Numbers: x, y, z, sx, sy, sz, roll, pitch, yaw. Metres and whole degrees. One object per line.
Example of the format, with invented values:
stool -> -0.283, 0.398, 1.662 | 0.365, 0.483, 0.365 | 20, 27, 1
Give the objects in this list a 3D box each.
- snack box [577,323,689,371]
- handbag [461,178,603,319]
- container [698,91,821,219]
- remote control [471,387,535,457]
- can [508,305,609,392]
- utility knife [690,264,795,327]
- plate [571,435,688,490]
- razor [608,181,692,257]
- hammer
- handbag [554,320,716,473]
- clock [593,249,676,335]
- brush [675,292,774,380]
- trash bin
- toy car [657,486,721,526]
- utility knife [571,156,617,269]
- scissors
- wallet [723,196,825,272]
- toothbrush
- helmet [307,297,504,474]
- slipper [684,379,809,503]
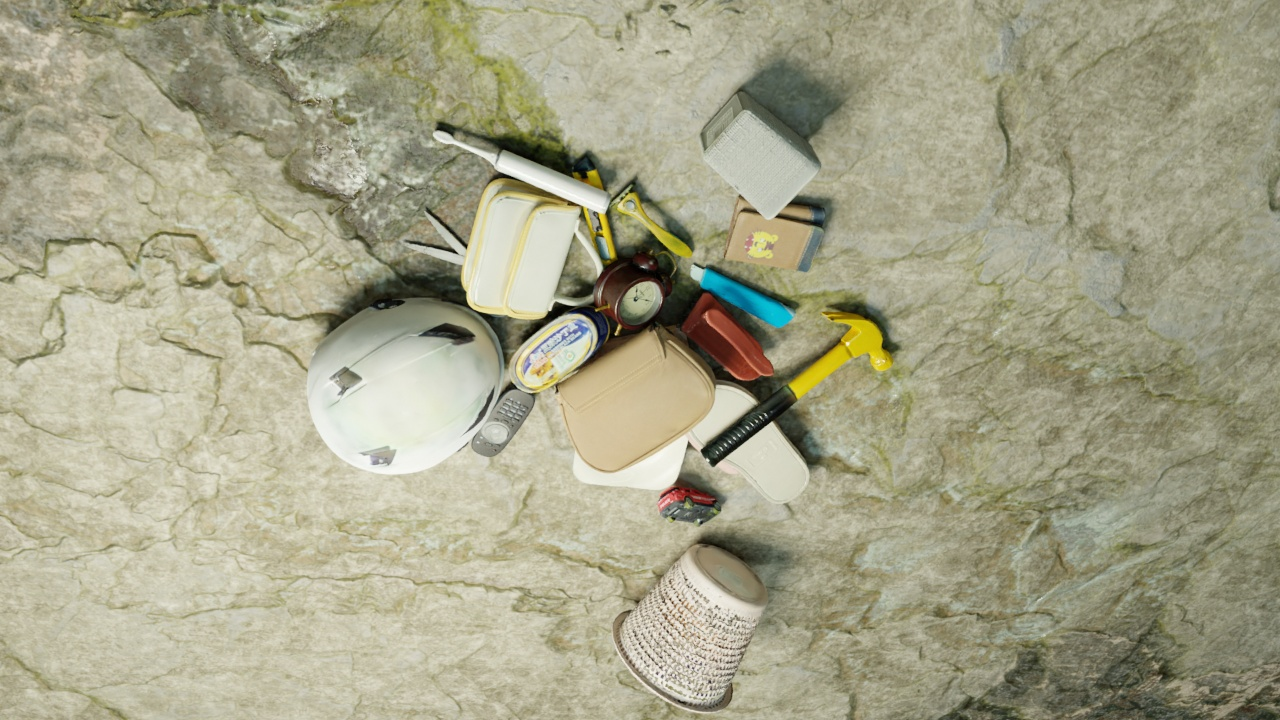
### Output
snack box -> -0.007, 0.007, 1.259 | 0.157, 0.026, 0.084 | -12, 101, 3
handbag -> -0.122, -0.127, 1.145 | 0.178, 0.063, 0.164 | 10, 117, -20
container -> 0.135, -0.244, 1.077 | 0.114, 0.090, 0.090 | 35, 115, -22
remote control -> -0.198, 0.086, 1.319 | 0.053, 0.024, 0.137 | 26, 120, -22
can -> -0.109, -0.014, 1.223 | 0.148, 0.049, 0.074 | -36, 90, 22
utility knife -> 0.134, -0.087, 1.228 | 0.162, 0.018, 0.034 | 25, 116, -18
plate -> -0.014, 0.118, 1.350 | 0.163, 0.034, 0.165 | 7, 124, -9
razor -> 0.021, -0.169, 1.158 | 0.043, 0.028, 0.132 | -42, 120, 18
hammer -> 0.208, 0.044, 1.272 | 0.301, 0.033, 0.129 | -39, 119, 1
handbag -> -0.005, 0.049, 1.206 | 0.205, 0.099, 0.148 | -32, 100, 10
clock -> -0.004, -0.093, 1.179 | 0.122, 0.055, 0.082 | -43, 136, -3
brush -> 0.120, -0.024, 1.232 | 0.146, 0.069, 0.063 | 41, 74, -28
trash bin -> 0.096, 0.414, 1.476 | 0.227, 0.227, 0.192 | 24, 107, -20
toy car -> 0.076, 0.224, 1.417 | 0.053, 0.045, 0.120 | -39, 142, 26
utility knife -> -0.050, -0.167, 1.155 | 0.033, 0.015, 0.192 | -2, 127, 19
scissors -> -0.211, -0.124, 1.177 | 0.159, 0.014, 0.179 | -13, 124, 3
wallet -> 0.171, -0.161, 1.172 | 0.115, 0.033, 0.090 | 9, 125, -6
toothbrush -> -0.140, -0.227, 1.091 | 0.221, 0.026, 0.026 | 21, 85, -10
helmet -> -0.297, 0.039, 1.168 | 0.258, 0.146, 0.229 | -21, 107, -6
slipper -> 0.151, 0.115, 1.338 | 0.114, 0.054, 0.274 | -45, 121, 6
